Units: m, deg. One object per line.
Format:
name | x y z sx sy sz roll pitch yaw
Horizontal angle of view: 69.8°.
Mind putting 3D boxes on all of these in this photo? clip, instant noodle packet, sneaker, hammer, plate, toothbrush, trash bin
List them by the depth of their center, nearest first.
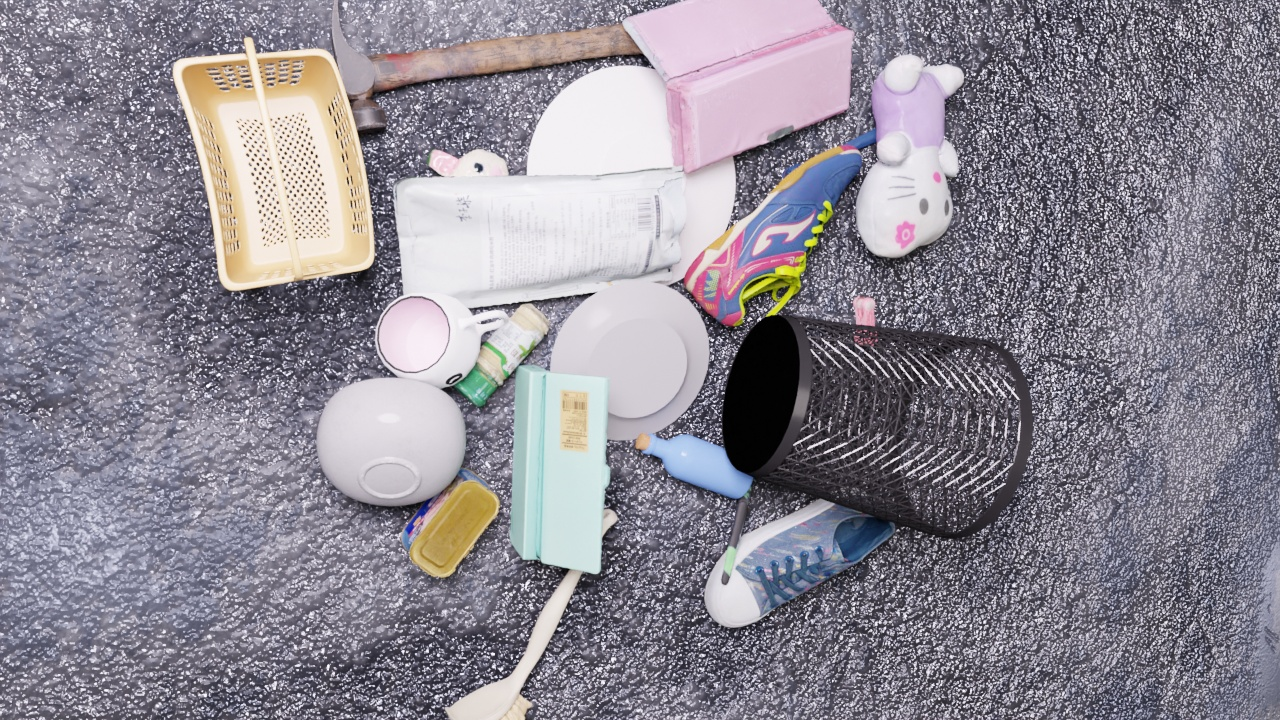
instant noodle packet | -0.092 -0.119 0.872 0.269 0.057 0.147 -6 131 -14
hammer | -0.124 -0.303 0.881 0.329 0.033 0.120 -14 99 -19
plate | 0.000 -0.186 0.936 0.229 0.030 0.229 -2 96 -20
plate | -0.006 0.005 0.937 0.172 0.019 0.173 -7 111 -18
trash bin | 0.229 0.058 0.951 0.243 0.217 0.217 13 91 -18
sneaker | 0.158 -0.128 0.971 0.241 0.116 0.091 -41 79 -8
toothbrush | 0.114 0.152 1.002 0.014 0.017 0.187 16 78 -4
sneaker | 0.179 0.218 1.015 0.235 0.079 0.087 -30 105 -15
toothbrush | 0.240 -0.241 1.027 0.189 0.017 0.016 -26 104 -16
clip | 0.259 -0.043 1.042 0.023 0.041 0.059 -12 95 -16

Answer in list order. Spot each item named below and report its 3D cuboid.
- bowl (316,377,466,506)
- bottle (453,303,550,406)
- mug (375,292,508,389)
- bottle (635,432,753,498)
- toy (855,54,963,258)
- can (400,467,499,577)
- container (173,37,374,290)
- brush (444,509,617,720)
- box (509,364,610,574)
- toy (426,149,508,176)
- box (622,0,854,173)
bowl | -0.224 0.084 0.827 0.132 0.064 0.132 -5 133 -6
bottle | -0.136 -0.007 0.899 0.042 0.043 0.109 45 78 -18
mug | -0.178 -0.023 0.848 0.124 0.076 0.090 -17 79 9
bottle | 0.055 0.106 0.976 0.131 0.048 0.048 22 87 -21
toy | 0.286 -0.217 0.997 0.137 0.086 0.209 -8 105 -44
can | -0.184 0.157 0.887 0.054 0.059 0.099 40 82 -19
container | -0.296 -0.157 0.758 0.129 0.167 0.183 -12 99 -19
brush | -0.101 0.271 0.936 0.077 0.062 0.272 41 76 -35
box | -0.086 0.101 0.881 0.056 0.138 0.187 -2 95 -37
toy | -0.156 -0.157 0.876 0.112 0.050 0.087 25 87 -15
box | 0.114 -0.302 0.932 0.232 0.075 0.173 -28 103 -25
